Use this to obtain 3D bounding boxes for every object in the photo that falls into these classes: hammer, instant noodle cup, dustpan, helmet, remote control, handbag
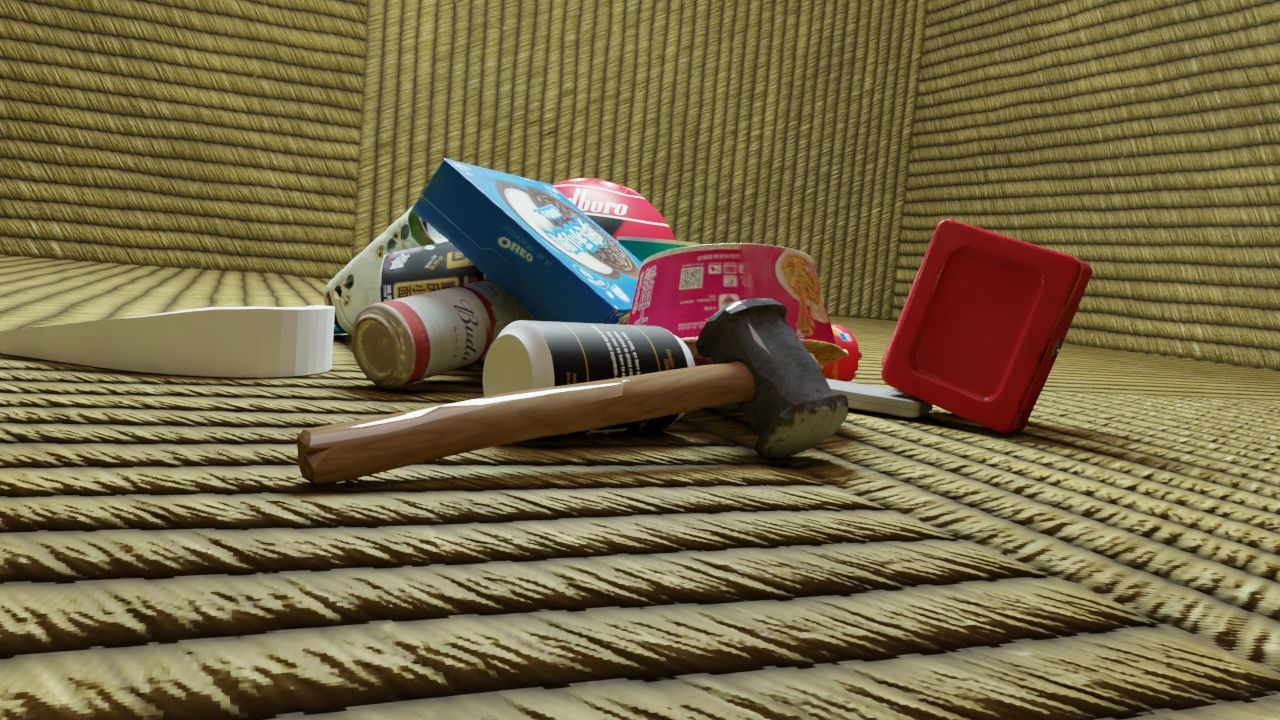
[{"bbox_3d":[-0.020,0.024,0.504,0.327,0.052,0.098,-7,56,-35],"label":"hammer"},{"bbox_3d":[-0.192,-0.057,0.905,0.112,0.137,0.137,-5,6,-2],"label":"instant noodle cup"},{"bbox_3d":[-0.388,-0.029,0.778,0.258,0.053,0.191,7,6,16],"label":"dustpan"},{"bbox_3d":[0.068,-0.039,0.718,0.178,0.077,0.179,0,-8,0],"label":"instant noodle cup"},{"bbox_3d":[-0.079,-0.131,1.232,0.271,0.225,0.197,8,6,12],"label":"helmet"},{"bbox_3d":[0.187,0.032,0.846,0.151,0.019,0.074,9,7,27],"label":"remote control"},{"bbox_3d":[-0.251,-0.104,1.036,0.199,0.096,0.141,-29,-18,34],"label":"handbag"}]

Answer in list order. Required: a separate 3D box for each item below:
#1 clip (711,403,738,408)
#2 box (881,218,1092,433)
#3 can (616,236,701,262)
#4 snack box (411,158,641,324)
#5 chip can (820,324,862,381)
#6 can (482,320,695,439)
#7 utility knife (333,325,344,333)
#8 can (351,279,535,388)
[{"bbox_3d":[0.093,0.029,0.771,0.130,0.031,0.121,5,1,9],"label":"clip"},{"bbox_3d":[0.295,-0.030,0.787,0.147,0.157,0.156,15,15,-6],"label":"box"},{"bbox_3d":[0.016,-0.069,1.080,0.099,0.144,0.099,5,6,-1],"label":"can"},{"bbox_3d":[-0.072,-0.092,0.843,0.195,0.056,0.238,41,14,9],"label":"snack box"},{"bbox_3d":[0.125,-0.007,0.931,0.232,0.073,0.073,2,7,-39],"label":"chip can"},{"bbox_3d":[-0.031,0.012,0.587,0.128,0.072,0.072,0,8,-41],"label":"can"},{"bbox_3d":[-0.331,-0.037,1.107,0.031,0.015,0.224,11,11,37],"label":"utility knife"},{"bbox_3d":[-0.156,-0.027,0.760,0.067,0.067,0.169,9,17,31],"label":"can"}]
